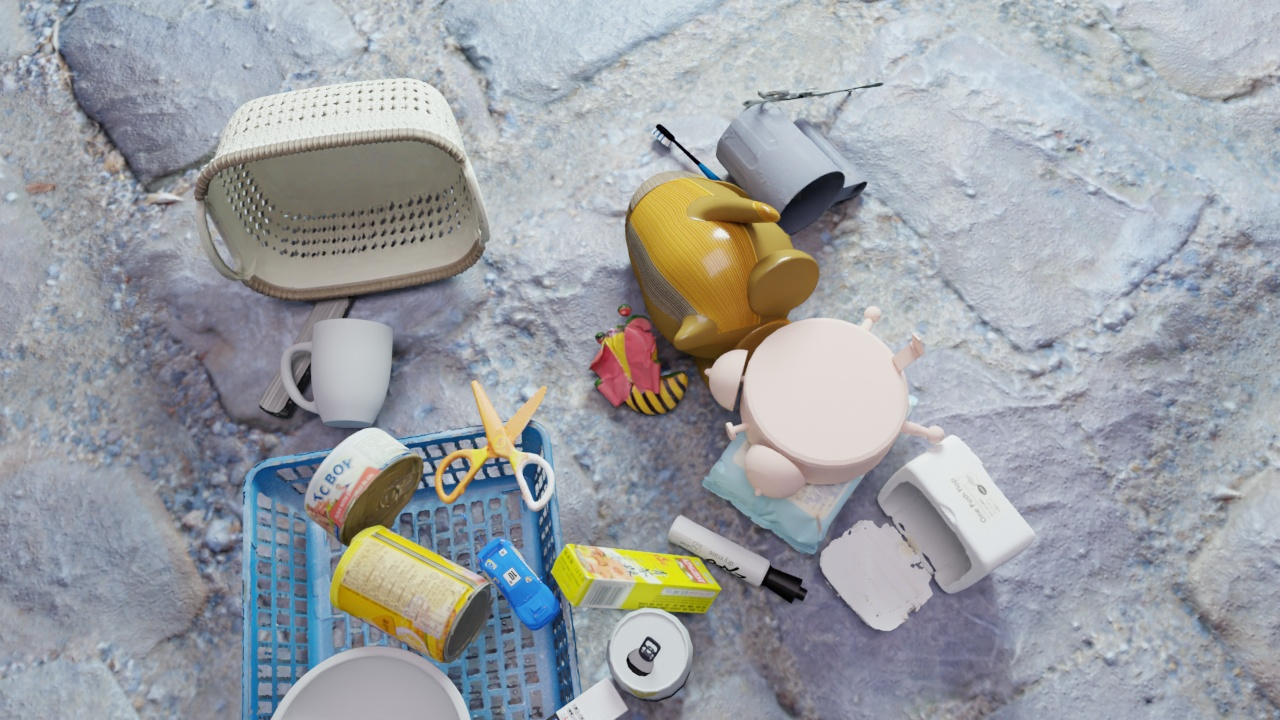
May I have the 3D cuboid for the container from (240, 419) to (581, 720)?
[{"bbox_3d":[-0.174,0.245,0.734,0.257,0.089,0.361,-9,69,-1],"label":"container"}]

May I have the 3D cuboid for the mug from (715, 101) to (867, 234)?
[{"bbox_3d":[0.150,-0.194,0.906,0.123,0.084,0.104,-22,65,-32],"label":"mug"}]

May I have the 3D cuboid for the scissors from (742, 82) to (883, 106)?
[{"bbox_3d":[0.160,-0.266,0.915,0.142,0.173,0.014,-1,102,32],"label":"scissors"}]

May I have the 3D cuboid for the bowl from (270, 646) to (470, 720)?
[{"bbox_3d":[-0.188,0.281,0.648,0.149,0.043,0.149,-1,68,2],"label":"bowl"}]

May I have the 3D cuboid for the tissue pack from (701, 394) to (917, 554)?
[{"bbox_3d":[0.152,0.068,0.802,0.112,0.070,0.181,35,72,15],"label":"tissue pack"}]

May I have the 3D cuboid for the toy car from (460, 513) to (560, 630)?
[{"bbox_3d":[-0.100,0.156,0.683,0.033,0.062,0.092,-40,72,-12],"label":"toy car"}]

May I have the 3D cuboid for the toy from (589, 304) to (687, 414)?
[{"bbox_3d":[-0.005,0.005,0.842,0.084,0.046,0.103,-44,79,17],"label":"toy"}]

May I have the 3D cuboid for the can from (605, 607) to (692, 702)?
[{"bbox_3d":[0.008,0.229,0.712,0.064,0.127,0.064,-1,68,2],"label":"can"}]

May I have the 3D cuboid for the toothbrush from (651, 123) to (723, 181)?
[{"bbox_3d":[0.072,-0.185,0.933,0.167,0.014,0.014,46,111,15],"label":"toothbrush"}]

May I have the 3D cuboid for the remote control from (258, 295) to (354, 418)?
[{"bbox_3d":[-0.321,-0.008,0.883,0.033,0.013,0.136,19,68,10],"label":"remote control"}]

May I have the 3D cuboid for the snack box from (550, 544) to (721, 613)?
[{"bbox_3d":[-0.001,0.175,0.730,0.029,0.147,0.040,-59,42,16],"label":"snack box"}]

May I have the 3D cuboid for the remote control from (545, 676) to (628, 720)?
[{"bbox_3d":[-0.068,0.277,0.662,0.124,0.012,0.028,-33,71,-10],"label":"remote control"}]

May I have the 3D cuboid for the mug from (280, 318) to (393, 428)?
[{"bbox_3d":[-0.283,0.015,0.845,0.107,0.071,0.089,-3,77,11],"label":"mug"}]

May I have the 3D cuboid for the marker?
[{"bbox_3d":[0.083,0.172,0.786,0.126,0.025,0.025,26,72,12],"label":"marker"}]

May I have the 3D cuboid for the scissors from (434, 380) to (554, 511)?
[{"bbox_3d":[-0.109,0.073,0.745,0.127,0.011,0.125,33,74,13],"label":"scissors"}]

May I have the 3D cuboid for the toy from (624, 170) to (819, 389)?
[{"bbox_3d":[0.063,-0.095,0.835,0.162,0.199,0.203,-11,45,-22],"label":"toy"}]

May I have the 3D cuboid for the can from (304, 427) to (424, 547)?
[{"bbox_3d":[-0.210,0.097,0.700,0.043,0.086,0.086,33,73,15],"label":"can"}]

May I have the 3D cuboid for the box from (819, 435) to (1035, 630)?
[{"bbox_3d":[0.220,0.151,0.756,0.136,0.126,0.108,-25,68,-17],"label":"box"}]

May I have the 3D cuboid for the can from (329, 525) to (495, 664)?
[{"bbox_3d":[-0.168,0.171,0.675,0.105,0.068,0.067,23,71,14],"label":"can"}]

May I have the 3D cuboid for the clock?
[{"bbox_3d":[0.146,0.029,0.739,0.160,0.086,0.131,-21,66,0],"label":"clock"}]

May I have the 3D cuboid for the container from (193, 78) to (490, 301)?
[{"bbox_3d":[-0.270,-0.161,0.855,0.246,0.185,0.142,-9,52,-5],"label":"container"}]
